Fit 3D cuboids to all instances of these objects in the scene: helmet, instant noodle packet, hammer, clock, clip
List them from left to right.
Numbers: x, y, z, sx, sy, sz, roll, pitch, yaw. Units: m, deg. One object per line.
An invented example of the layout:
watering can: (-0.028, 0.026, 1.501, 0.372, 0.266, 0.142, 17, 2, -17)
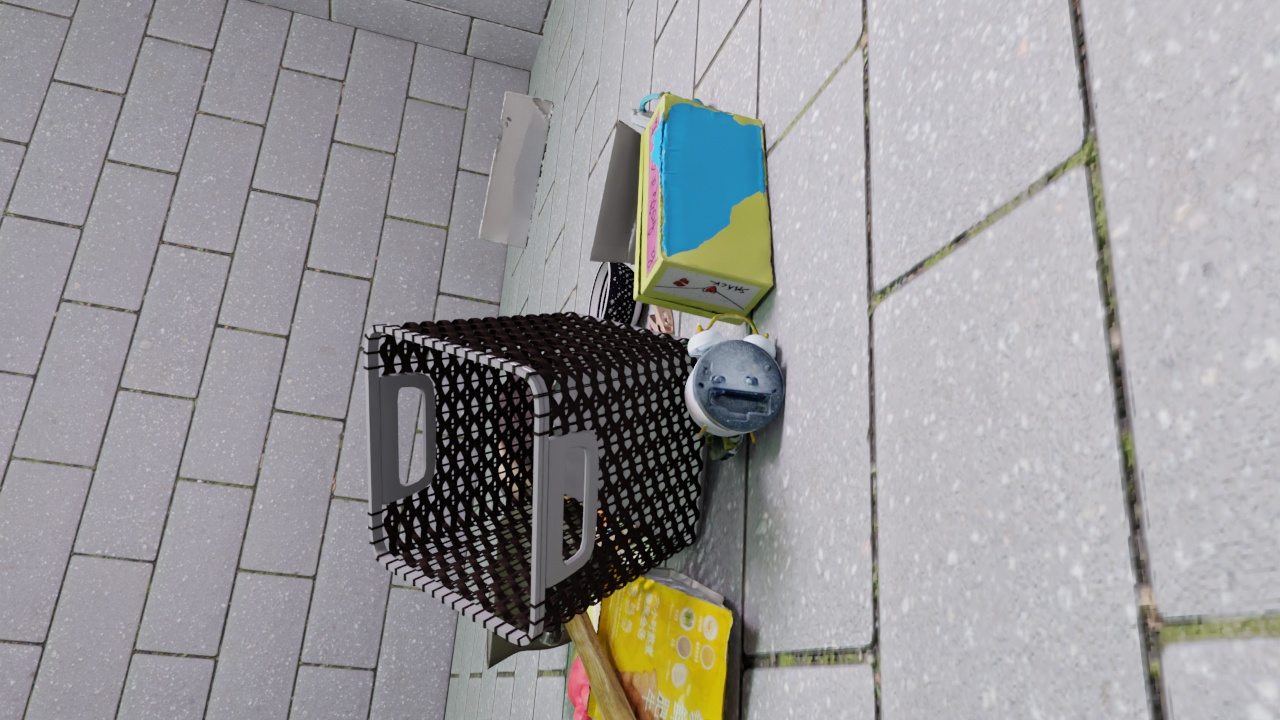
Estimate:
helmet: (-0.129, 0.289, 1.276, 0.228, 0.153, 0.267, 107, 163, -51)
hammer: (-0.033, 0.310, 0.876, 0.330, 0.033, 0.132, 50, 124, 58)
clip: (0.025, -0.044, 1.179, 0.045, 0.025, 0.061, 115, 155, -43)
instant noodle packet: (0.031, 0.293, 0.866, 0.222, 0.084, 0.163, 176, 104, -69)
clock: (0.083, 0.013, 0.822, 0.057, 0.083, 0.117, 127, 149, -72)

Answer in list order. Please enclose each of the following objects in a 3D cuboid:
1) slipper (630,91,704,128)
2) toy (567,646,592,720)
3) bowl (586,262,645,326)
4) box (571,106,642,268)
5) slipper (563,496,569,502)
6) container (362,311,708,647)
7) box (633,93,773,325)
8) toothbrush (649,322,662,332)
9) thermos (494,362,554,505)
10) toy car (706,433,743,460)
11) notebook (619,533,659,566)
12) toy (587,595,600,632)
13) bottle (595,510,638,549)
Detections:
slipper: (0.032, -0.322, 1.191, 0.268, 0.098, 0.055, -118, 39, -68)
toy: (-0.071, 0.414, 1.192, 0.135, 0.045, 0.092, -95, 18, -61)
bowl: (-0.031, -0.083, 1.324, 0.120, 0.066, 0.120, -171, 91, -75)
box: (-0.002, -0.200, 1.157, 0.418, 0.108, 0.166, -78, 0, -82)
slipper: (-0.042, 0.092, 1.224, 0.263, 0.078, 0.099, -57, 21, 6)
container: (-0.095, 0.087, 0.903, 0.246, 0.243, 0.247, 15, 109, 39)
box: (0.063, -0.156, 0.930, 0.079, 0.124, 0.220, 125, 150, -53)
toothbrush: (0.025, 0.013, 1.154, 0.189, 0.016, 0.016, -94, 22, -43)
thermos: (-0.158, 0.135, 1.485, 0.227, 0.172, 0.172, 108, 164, -49)
toy car: (0.087, 0.044, 0.873, 0.048, 0.033, 0.105, 146, 134, -68)
notebook: (-0.009, 0.320, 1.095, 0.153, 0.012, 0.208, 129, 148, -63)
toy: (-0.043, 0.317, 1.117, 0.092, 0.043, 0.118, -91, 20, -44)
bottle: (-0.027, 0.195, 1.139, 0.109, 0.063, 0.063, 126, 150, -59)
